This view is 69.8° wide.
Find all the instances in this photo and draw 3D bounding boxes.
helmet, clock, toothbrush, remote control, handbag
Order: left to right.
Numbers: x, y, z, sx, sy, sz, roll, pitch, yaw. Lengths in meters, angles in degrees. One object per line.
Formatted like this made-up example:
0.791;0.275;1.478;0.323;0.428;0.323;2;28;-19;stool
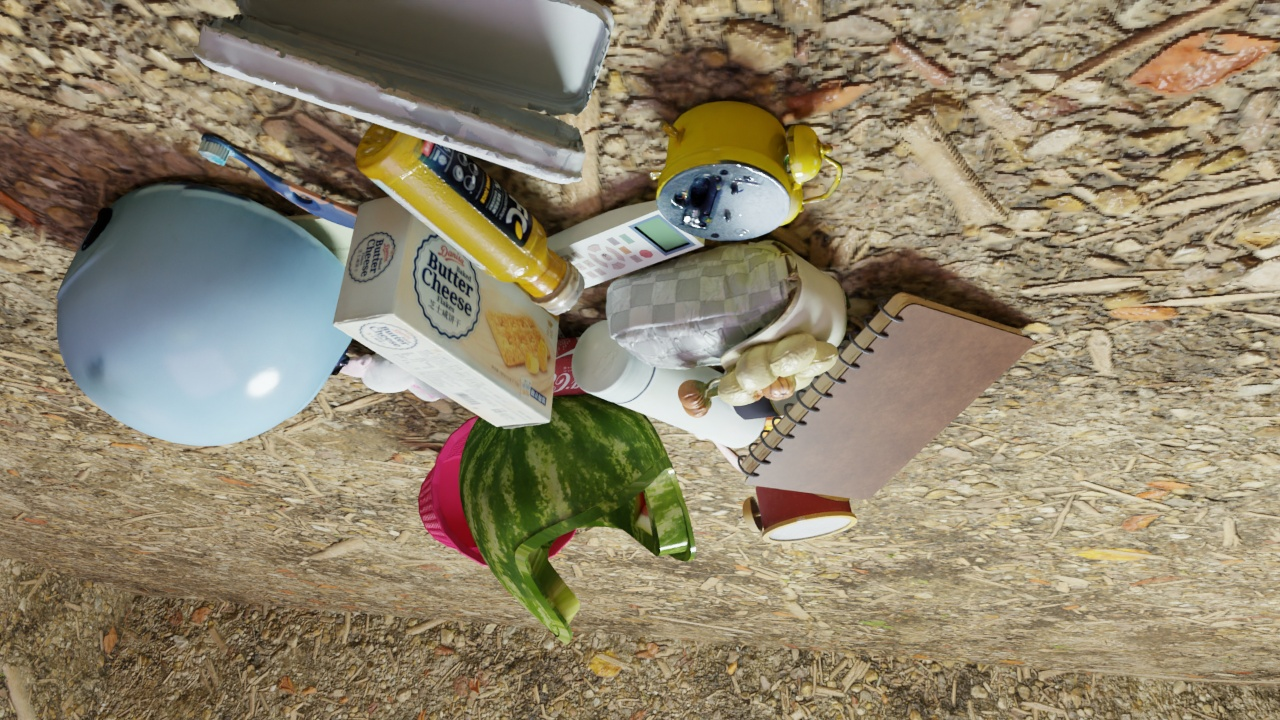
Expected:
-0.358;-0.023;0.758;0.225;0.166;0.266;34;138;-31;helmet
-0.253;-0.124;0.667;0.135;0.017;0.022;28;146;-29;toothbrush
-0.075;0.130;0.942;0.243;0.212;0.247;38;149;47;helmet
-0.021;-0.088;0.690;0.144;0.024;0.049;-15;144;41;remote control
0.062;-0.021;0.703;0.172;0.123;0.112;-8;167;31;handbag
0.100;0.110;1.110;0.016;0.018;0.181;-5;154;25;toothbrush
0.066;-0.114;0.571;0.118;0.057;0.083;8;155;-3;clock
0.192;0.179;1.158;0.117;0.081;0.159;12;148;-39;clock

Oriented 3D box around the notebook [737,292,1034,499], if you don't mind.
0.203;0.039;0.786;0.167;0.024;0.226;12;131;-31;notebook

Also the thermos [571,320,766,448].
0.033;0.027;0.852;0.068;0.067;0.230;-13;156;36;thermos

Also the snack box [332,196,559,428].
-0.142;-0.032;0.725;0.058;0.104;0.208;-9;152;25;snack box

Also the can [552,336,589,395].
-0.069;0.005;0.853;0.096;0.054;0.054;-3;158;-13;can

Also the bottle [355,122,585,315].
-0.109;-0.096;0.636;0.053;0.053;0.186;-12;143;35;bottle

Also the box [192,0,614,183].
-0.119;-0.184;0.500;0.216;0.110;0.107;16;-163;-15;box

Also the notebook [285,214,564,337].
-0.179;-0.059;0.813;0.182;0.010;0.253;0;155;13;notebook

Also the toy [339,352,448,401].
-0.261;0.014;0.962;0.125;0.037;0.076;19;158;-22;toy

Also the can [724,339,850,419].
0.144;0.017;0.833;0.128;0.064;0.064;-9;152;31;can

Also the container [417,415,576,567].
-0.194;0.169;1.148;0.183;0.183;0.226;16;162;-21;container

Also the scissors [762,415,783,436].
0.144;0.064;1.003;0.129;0.011;0.125;-18;147;40;scissors
